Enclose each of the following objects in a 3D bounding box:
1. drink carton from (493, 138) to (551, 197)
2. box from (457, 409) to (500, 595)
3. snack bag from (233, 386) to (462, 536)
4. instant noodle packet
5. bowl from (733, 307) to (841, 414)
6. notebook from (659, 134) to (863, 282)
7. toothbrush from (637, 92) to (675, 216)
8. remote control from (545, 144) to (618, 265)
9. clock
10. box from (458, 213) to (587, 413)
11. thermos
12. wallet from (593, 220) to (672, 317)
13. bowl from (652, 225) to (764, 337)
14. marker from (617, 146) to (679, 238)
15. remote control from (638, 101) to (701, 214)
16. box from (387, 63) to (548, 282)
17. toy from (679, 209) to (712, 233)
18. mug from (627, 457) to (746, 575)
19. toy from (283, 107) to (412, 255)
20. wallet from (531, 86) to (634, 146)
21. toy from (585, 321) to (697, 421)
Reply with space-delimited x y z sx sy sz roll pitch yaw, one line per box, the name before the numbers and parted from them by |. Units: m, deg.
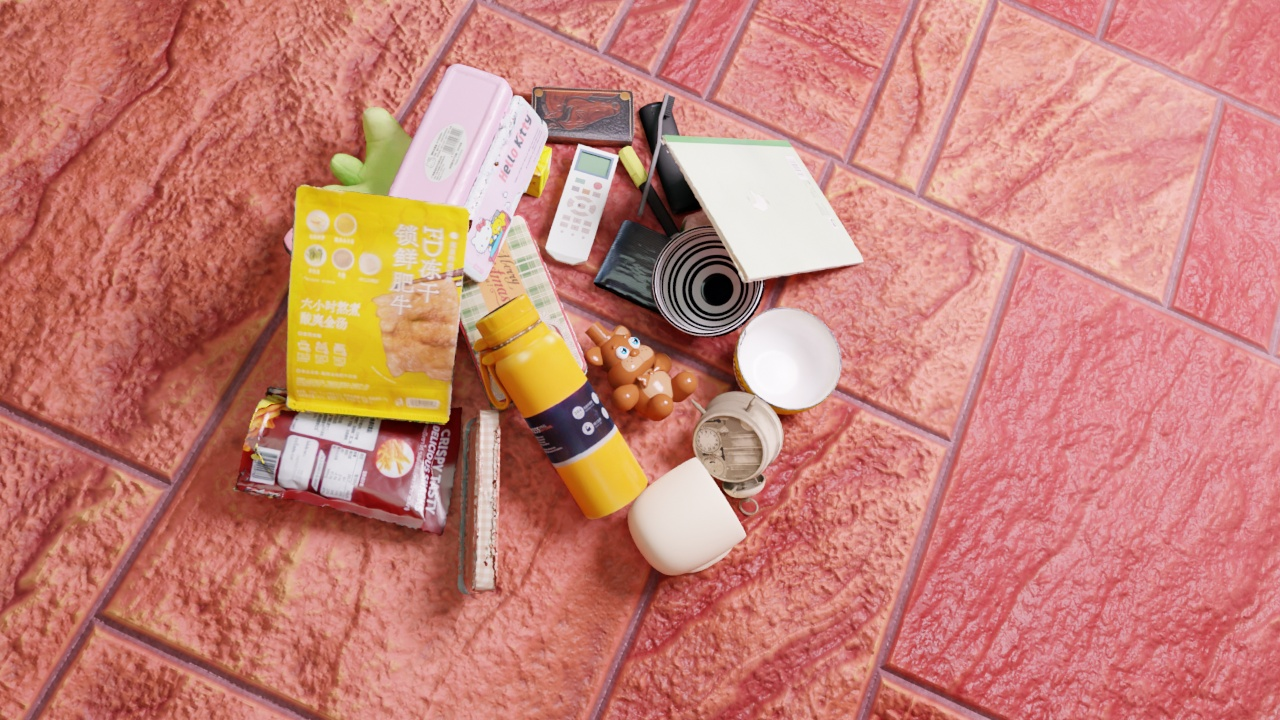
drink carton | -0.171 -0.237 1.056 0.134 0.059 0.042 19 72 -2
box | -0.163 0.143 0.937 0.041 0.083 0.186 4 71 -16
snack bag | -0.293 0.095 0.939 0.208 0.067 0.138 9 62 -7
instant noodle packet | -0.260 -0.058 0.910 0.163 0.084 0.222 7 115 -10
bowl | 0.156 0.006 1.015 0.117 0.068 0.117 2 73 -6
notebook | 0.144 -0.175 1.022 0.251 0.010 0.182 -14 72 -49
toothbrush | 0.017 -0.244 1.082 0.013 0.013 0.167 17 72 -8
remote control | -0.069 -0.178 1.067 0.049 0.024 0.143 16 74 -2
clock | 0.102 0.102 0.972 0.093 0.054 0.141 -5 107 26
box | -0.146 -0.053 1.009 0.117 0.051 0.205 -19 75 -13
thermos | -0.088 0.050 0.929 0.091 0.076 0.232 -34 101 -18
wallet | 0.015 -0.102 1.054 0.115 0.026 0.089 23 74 1
bowl | 0.079 -0.082 1.006 0.120 0.066 0.120 -2 84 16
marker | 0.010 -0.198 1.085 0.021 0.018 0.124 -13 71 -57
remote control | 0.037 -0.246 1.102 0.041 0.020 0.151 -14 73 -9
box | -0.175 -0.197 0.956 0.146 0.077 0.201 27 76 -25
toy | 0.096 -0.162 1.057 0.106 0.085 0.074 -25 119 5
mug | 0.045 0.174 0.943 0.099 0.096 0.120 -32 121 -3
toy | -0.286 -0.164 1.001 0.150 0.107 0.196 28 81 2
wallet | -0.069 -0.293 1.104 0.123 0.019 0.072 1 69 -6
toy | -0.006 0.006 0.994 0.127 0.065 0.094 48 51 1
